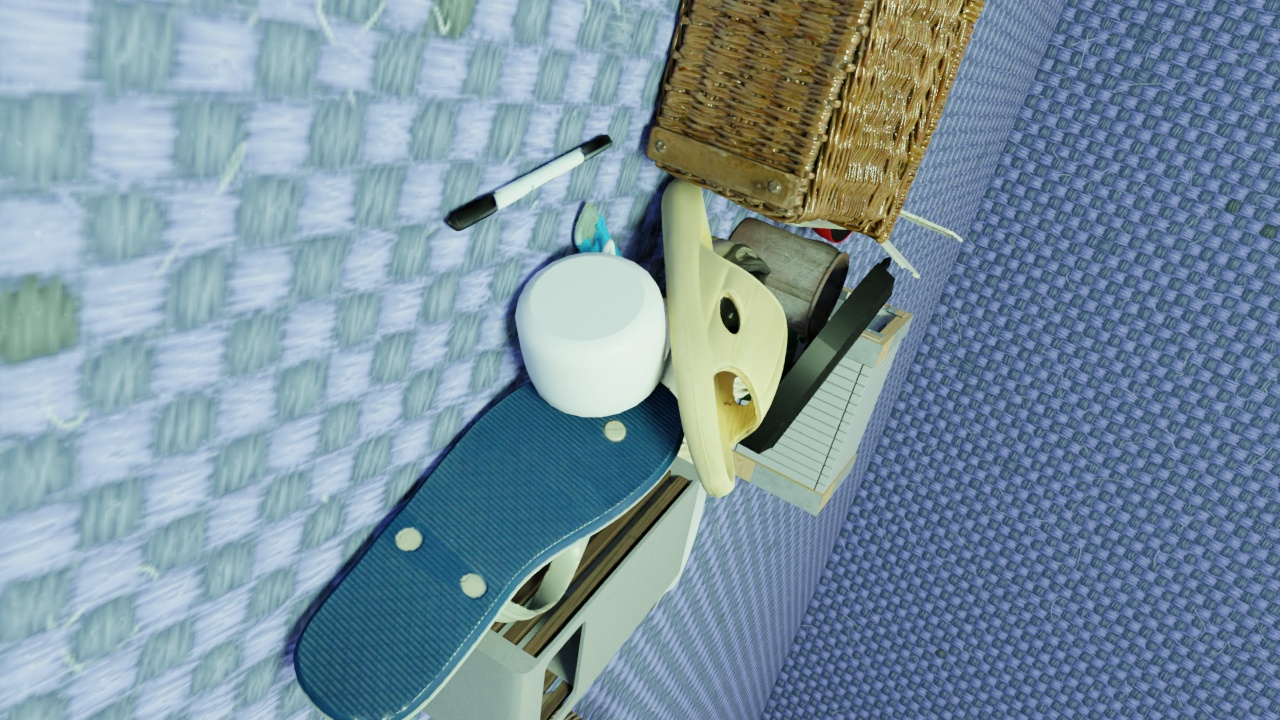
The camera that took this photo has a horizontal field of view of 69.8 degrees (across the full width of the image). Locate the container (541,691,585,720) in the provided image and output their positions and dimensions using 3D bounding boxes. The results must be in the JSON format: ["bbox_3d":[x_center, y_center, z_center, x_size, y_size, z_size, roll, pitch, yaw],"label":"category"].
[{"bbox_3d":[-0.062,0.476,0.934,0.226,0.196,0.227,-49,154,-34],"label":"container"}]

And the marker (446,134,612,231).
[{"bbox_3d":[-0.061,-0.106,0.536,0.151,0.011,0.011,-42,150,-45],"label":"marker"}]

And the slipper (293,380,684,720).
[{"bbox_3d":[-0.089,0.106,0.583,0.294,0.118,0.060,-45,166,-30],"label":"slipper"}]

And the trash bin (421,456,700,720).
[{"bbox_3d":[-0.064,0.160,0.683,0.228,0.114,0.115,-41,149,-45],"label":"trash bin"}]

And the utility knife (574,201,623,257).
[{"bbox_3d":[-0.015,-0.063,0.687,0.031,0.015,0.196,-56,159,-6],"label":"utility knife"}]

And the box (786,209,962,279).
[{"bbox_3d":[0.196,-0.134,0.865,0.145,0.186,0.066,3,115,-60],"label":"box"}]

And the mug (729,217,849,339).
[{"bbox_3d":[0.146,-0.091,0.906,0.122,0.110,0.096,-45,157,-41],"label":"mug"}]

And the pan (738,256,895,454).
[{"bbox_3d":[0.211,-0.029,0.963,0.355,0.034,0.226,-42,166,-46],"label":"pan"}]

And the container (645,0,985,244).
[{"bbox_3d":[0.119,-0.216,0.639,0.182,0.162,0.250,-21,133,-54],"label":"container"}]

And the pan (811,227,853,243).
[{"bbox_3d":[0.246,-0.284,0.974,0.208,0.067,0.357,-49,154,-34],"label":"pan"}]

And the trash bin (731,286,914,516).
[{"bbox_3d":[0.224,0.040,1.182,0.142,0.142,0.247,-31,141,-55],"label":"trash bin"}]

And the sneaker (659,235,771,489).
[{"bbox_3d":[0.060,0.016,0.763,0.088,0.102,0.241,11,92,-32],"label":"sneaker"}]

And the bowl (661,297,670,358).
[{"bbox_3d":[-0.020,-0.005,0.701,0.109,0.040,0.110,-48,154,-32],"label":"bowl"}]

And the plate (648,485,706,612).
[{"bbox_3d":[0.044,0.182,0.994,0.188,0.016,0.188,-169,-83,-88],"label":"plate"}]

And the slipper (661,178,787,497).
[{"bbox_3d":[0.060,-0.033,0.644,0.111,0.079,0.260,67,15,-50],"label":"slipper"}]

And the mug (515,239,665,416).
[{"bbox_3d":[-0.029,-0.026,0.596,0.068,0.094,0.115,84,15,-51],"label":"mug"}]

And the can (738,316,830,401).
[{"bbox_3d":[0.142,-0.025,0.999,0.143,0.083,0.083,-45,151,-41],"label":"can"}]
